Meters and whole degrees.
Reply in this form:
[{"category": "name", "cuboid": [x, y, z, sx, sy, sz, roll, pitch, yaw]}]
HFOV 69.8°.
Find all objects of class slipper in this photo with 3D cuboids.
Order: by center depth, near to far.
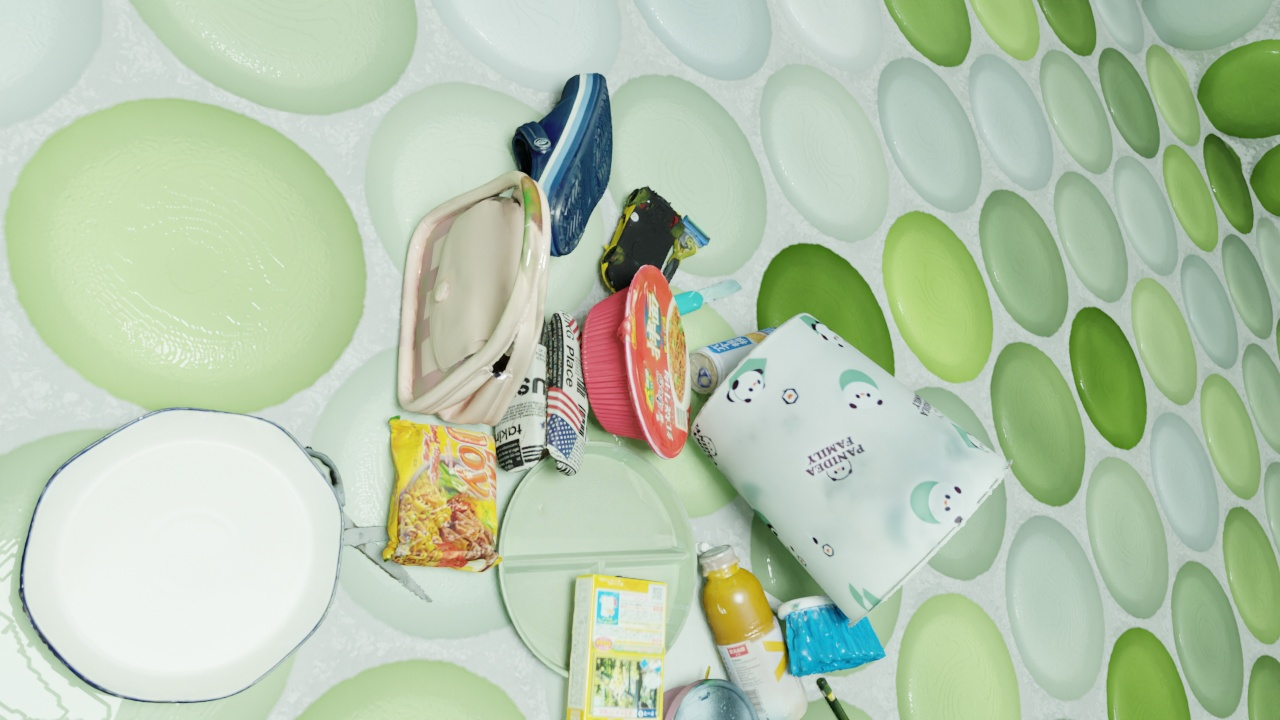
[{"category": "slipper", "cuboid": [-0.087, -0.197, 0.937, 0.095, 0.105, 0.252, 7, 48, 6]}]

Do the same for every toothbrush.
[{"category": "toothbrush", "cuboid": [0.124, 0.248, 1.005, 0.180, 0.016, 0.016, 40, 57, -22]}, {"category": "toothbrush", "cuboid": [0.251, 0.437, 1.047, 0.017, 0.012, 0.186, -39, 101, -45]}]

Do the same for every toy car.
[{"category": "toy car", "cuboid": [-0.001, -0.126, 1.009, 0.071, 0.041, 0.155, 36, 55, -24]}]

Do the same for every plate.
[{"category": "plate", "cuboid": [-0.321, 0.137, 0.658, 0.204, 0.046, 0.204, 10, 70, -28]}, {"category": "plate", "cuboid": [-0.040, 0.193, 0.886, 0.230, 0.028, 0.230, 13, 68, -35]}]

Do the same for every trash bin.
[{"category": "trash bin", "cuboid": [0.203, 0.100, 0.945, 0.252, 0.230, 0.228, 44, 48, 17]}]

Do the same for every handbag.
[{"category": "handbag", "cuboid": [-0.125, -0.062, 0.763, 0.093, 0.235, 0.193, 10, 67, -27]}]

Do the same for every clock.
[{"category": "clock", "cuboid": [0.061, 0.387, 0.883, 0.117, 0.060, 0.158, -9, 80, -41]}]

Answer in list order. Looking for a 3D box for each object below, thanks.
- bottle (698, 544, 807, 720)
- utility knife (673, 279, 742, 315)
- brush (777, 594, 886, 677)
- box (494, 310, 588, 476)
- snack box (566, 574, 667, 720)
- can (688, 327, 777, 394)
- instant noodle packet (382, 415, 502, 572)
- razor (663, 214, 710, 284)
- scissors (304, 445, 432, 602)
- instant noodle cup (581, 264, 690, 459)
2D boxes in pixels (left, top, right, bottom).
[{"category": "bottle", "cuboid": [0.111, 0.284, 0.947, 0.067, 0.068, 0.189, -22, 90, -41]}, {"category": "utility knife", "cuboid": [0.041, -0.060, 1.040, 0.221, 0.013, 0.029, -21, 87, -38]}, {"category": "brush", "cuboid": [0.248, 0.284, 1.029, 0.314, 0.061, 0.109, 14, 47, -47]}, {"category": "box", "cuboid": [-0.086, 0.031, 0.867, 0.087, 0.076, 0.162, 20, 56, -36]}, {"category": "snack box", "cuboid": [-0.020, 0.270, 0.838, 0.086, 0.034, 0.140, 15, 67, -34]}, {"category": "can", "cuboid": [0.114, 0.000, 1.052, 0.134, 0.053, 0.053, -16, 86, -40]}, {"category": "instant noodle packet", "cuboid": [-0.167, 0.115, 0.792, 0.110, 0.044, 0.128, 17, 56, -39]}, {"category": "razor", "cuboid": [0.038, -0.105, 1.045, 0.042, 0.022, 0.142, 40, 52, -16]}, {"category": "scissors", "cuboid": [-0.238, 0.141, 0.758, 0.180, 0.014, 0.159, -15, 88, -43]}, {"category": "instant noodle cup", "cuboid": [-0.005, 0.005, 0.912, 0.193, 0.066, 0.194, -8, 90, -71]}]
